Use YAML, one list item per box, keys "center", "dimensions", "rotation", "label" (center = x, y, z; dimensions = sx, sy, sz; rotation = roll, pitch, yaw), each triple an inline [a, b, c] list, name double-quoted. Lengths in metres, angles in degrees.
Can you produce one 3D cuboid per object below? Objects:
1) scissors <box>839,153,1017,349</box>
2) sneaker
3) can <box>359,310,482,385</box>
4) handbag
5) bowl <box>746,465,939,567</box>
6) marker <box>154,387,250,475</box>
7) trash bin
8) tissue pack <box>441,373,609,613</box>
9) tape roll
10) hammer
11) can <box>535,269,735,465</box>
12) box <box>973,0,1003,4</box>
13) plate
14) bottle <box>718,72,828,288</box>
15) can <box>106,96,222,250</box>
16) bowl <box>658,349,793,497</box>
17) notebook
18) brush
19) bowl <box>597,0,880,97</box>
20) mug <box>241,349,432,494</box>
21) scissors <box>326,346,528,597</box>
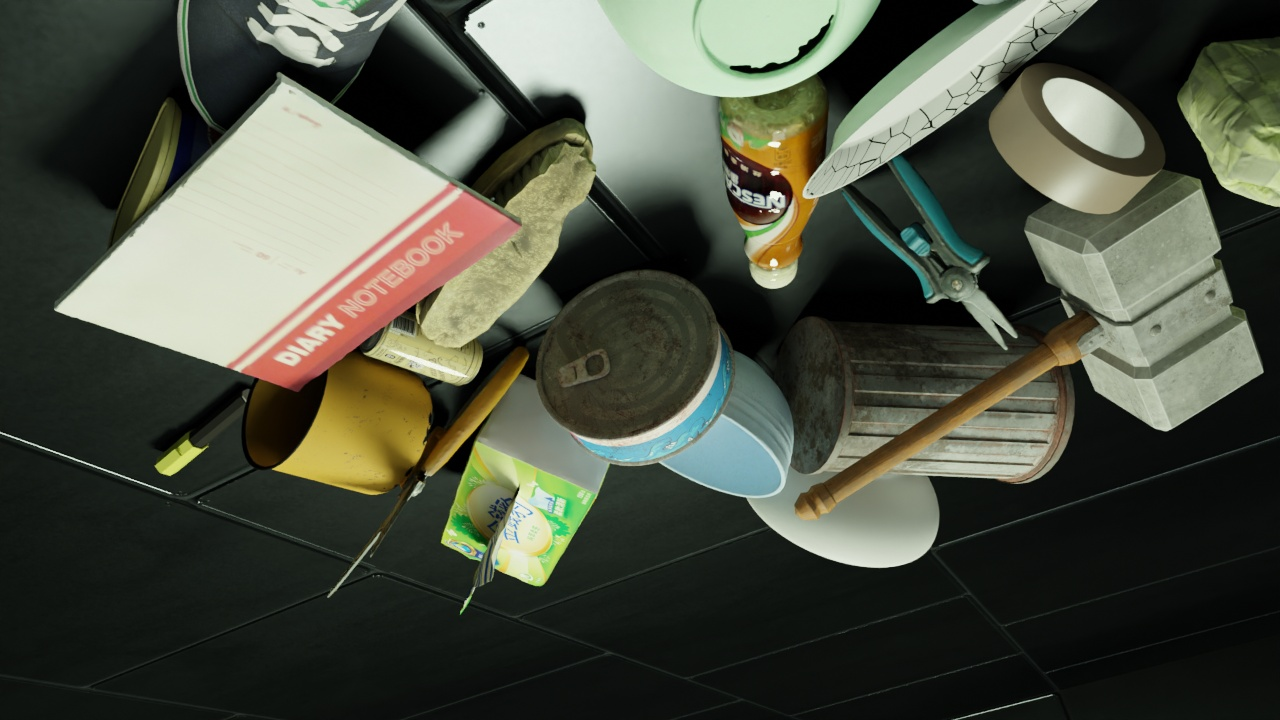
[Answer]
- center: [0.181, -0.071, 0.584]
  dimensions: [0.019, 0.144, 0.127]
  rotation: [-31, 129, -47]
  label: "scissors"
- center: [-0.136, -0.163, 0.389]
  dimensions: [0.084, 0.079, 0.236]
  rotation: [17, 138, -36]
  label: "sneaker"
- center: [-0.154, -0.010, 0.649]
  dimensions: [0.079, 0.038, 0.038]
  rotation: [23, 134, -40]
  label: "can"
- center: [0.416, -0.155, 0.522]
  dimensions: [0.186, 0.113, 0.117]
  rotation: [-3, 139, -9]
  label: "handbag"
- center: [0.180, 0.097, 0.801]
  dimensions: [0.176, 0.176, 0.066]
  rotation: [3, 120, -19]
  label: "bowl"
- center: [-0.340, 0.057, 0.716]
  dimensions: [0.124, 0.021, 0.017]
  rotation: [-32, 96, 28]
  label: "marker"
- center: [0.228, 0.031, 0.733]
  dimensions: [0.211, 0.130, 0.131]
  rotation: [3, 145, -16]
  label: "trash bin"
- center: [-0.105, 0.129, 0.753]
  dimensions: [0.120, 0.141, 0.198]
  rotation: [21, 140, 2]
  label: "tissue pack"
- center: [0.251, -0.129, 0.530]
  dimensions: [0.093, 0.093, 0.030]
  rotation: [3, 144, -20]
  label: "tape roll"
- center: [0.242, 0.020, 0.629]
  dimensions: [0.318, 0.083, 0.163]
  rotation: [-33, 113, 4]
  label: "hammer"
- center: [-0.004, 0.004, 0.627]
  dimensions: [0.130, 0.129, 0.044]
  rotation: [-19, 146, 13]
  label: "can"
- center: [0.089, -0.240, 0.317]
  dimensions: [0.208, 0.037, 0.189]
  rotation: [9, 122, -22]
  label: "box"
- center: [0.159, -0.148, 0.474]
  dimensions: [0.188, 0.016, 0.188]
  rotation: [-33, 175, -4]
  label: "plate"
- center: [0.081, -0.102, 0.557]
  dimensions: [0.059, 0.059, 0.167]
  rotation: [-11, 150, 2]
  label: "bottle"
- center: [-0.233, -0.078, 0.512]
  dimensions: [0.092, 0.056, 0.117]
  rotation: [16, 138, -36]
  label: "can"
- center: [0.058, 0.037, 0.723]
  dimensions: [0.150, 0.074, 0.151]
  rotation: [24, 154, 12]
  label: "bowl"
- center: [-0.190, -0.053, 0.500]
  dimensions: [0.209, 0.012, 0.153]
  rotation: [-30, 144, 27]
  label: "notebook"
- center: [-0.088, -0.072, 0.569]
  dimensions: [0.059, 0.043, 0.196]
  rotation: [16, 138, -34]
  label: "brush"
- center: [0.051, -0.178, 0.419]
  dimensions: [0.151, 0.076, 0.151]
  rotation: [-6, 146, -4]
  label: "bowl"
- center: [-0.221, 0.037, 0.662]
  dimensions: [0.124, 0.100, 0.094]
  rotation: [16, 173, 44]
  label: "mug"
- center: [-0.151, 0.072, 0.674]
  dimensions: [0.016, 0.225, 0.217]
  rotation: [41, 102, -11]
  label: "scissors"
